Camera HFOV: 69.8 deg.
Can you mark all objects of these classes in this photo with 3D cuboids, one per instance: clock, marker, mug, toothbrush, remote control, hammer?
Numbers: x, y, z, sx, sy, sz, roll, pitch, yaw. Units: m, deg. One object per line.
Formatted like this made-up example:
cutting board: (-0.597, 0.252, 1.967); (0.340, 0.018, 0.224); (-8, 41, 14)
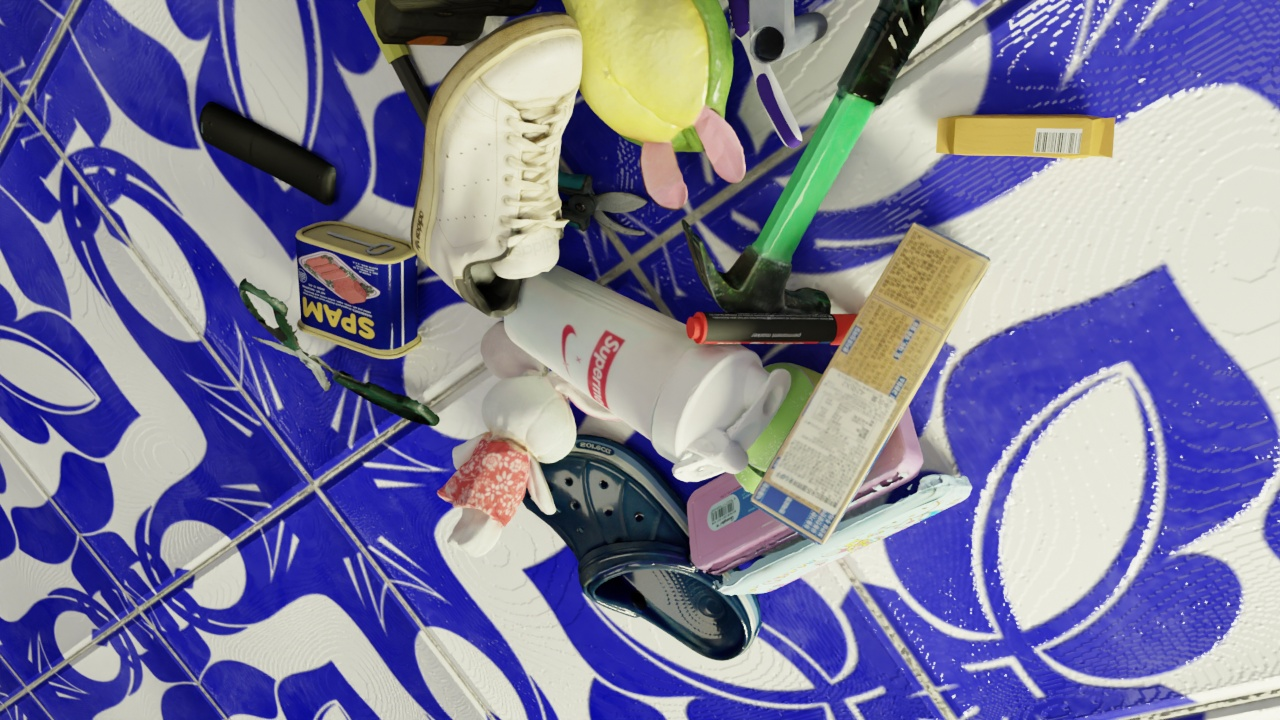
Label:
clock: (0.104, 0.046, 0.672); (0.120, 0.042, 0.094); (-30, 54, 38)
marker: (0.100, -0.021, 0.621); (0.145, 0.021, 0.024); (0, 145, -20)
mug: (0.088, -0.241, 0.525); (0.084, 0.103, 0.124); (7, 116, 24)
toothbrush: (0.063, -0.204, 0.555); (0.016, 0.015, 0.186); (-32, 64, 37)
remote control: (-0.336, -0.186, 0.825); (0.152, 0.020, 0.041); (27, 124, 12)
hammer: (0.131, -0.160, 0.560); (0.130, 0.032, 0.320); (11, 121, -30)
marker: (-0.184, -0.228, 0.726); (0.021, 0.017, 0.124); (-18, 106, 33)

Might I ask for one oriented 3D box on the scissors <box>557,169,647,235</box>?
scissors: (-0.075, -0.125, 0.702); (0.155, 0.019, 0.125); (39, 134, -18)

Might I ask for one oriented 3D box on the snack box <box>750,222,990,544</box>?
snack box: (0.147, 0.017, 0.592); (0.056, 0.057, 0.207); (31, 93, 14)

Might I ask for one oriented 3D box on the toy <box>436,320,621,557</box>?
toy: (-0.096, 0.065, 0.740); (0.159, 0.193, 0.084); (17, 158, 18)

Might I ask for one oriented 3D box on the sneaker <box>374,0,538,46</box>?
sneaker: (-0.122, -0.291, 0.584); (0.238, 0.101, 0.143); (-161, 67, -66)

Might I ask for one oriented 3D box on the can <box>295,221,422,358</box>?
can: (-0.252, -0.065, 0.818); (0.116, 0.056, 0.092); (18, 119, 19)

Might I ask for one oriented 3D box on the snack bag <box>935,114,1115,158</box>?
snack bag: (0.230, -0.135, 0.553); (0.099, 0.020, 0.026); (7, 111, 25)

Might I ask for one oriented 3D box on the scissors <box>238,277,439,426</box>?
scissors: (-0.280, 0.001, 0.839); (0.202, 0.015, 0.202); (23, 156, 6)

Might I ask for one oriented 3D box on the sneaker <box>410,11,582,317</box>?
sneaker: (-0.088, -0.113, 0.616); (0.102, 0.088, 0.242); (56, 143, 16)

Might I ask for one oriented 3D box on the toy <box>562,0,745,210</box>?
toy: (-0.003, -0.217, 0.595); (0.191, 0.087, 0.238); (-16, 101, 56)

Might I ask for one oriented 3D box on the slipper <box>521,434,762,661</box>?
slipper: (-0.004, 0.165, 0.780); (0.253, 0.095, 0.105); (41, 128, 1)

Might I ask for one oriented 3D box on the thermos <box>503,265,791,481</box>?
thermos: (-0.004, 0.004, 0.673); (0.220, 0.099, 0.099); (30, 126, 34)

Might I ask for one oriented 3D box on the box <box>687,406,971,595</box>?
box: (0.143, 0.113, 0.710); (0.092, 0.089, 0.215); (26, 134, -33)
